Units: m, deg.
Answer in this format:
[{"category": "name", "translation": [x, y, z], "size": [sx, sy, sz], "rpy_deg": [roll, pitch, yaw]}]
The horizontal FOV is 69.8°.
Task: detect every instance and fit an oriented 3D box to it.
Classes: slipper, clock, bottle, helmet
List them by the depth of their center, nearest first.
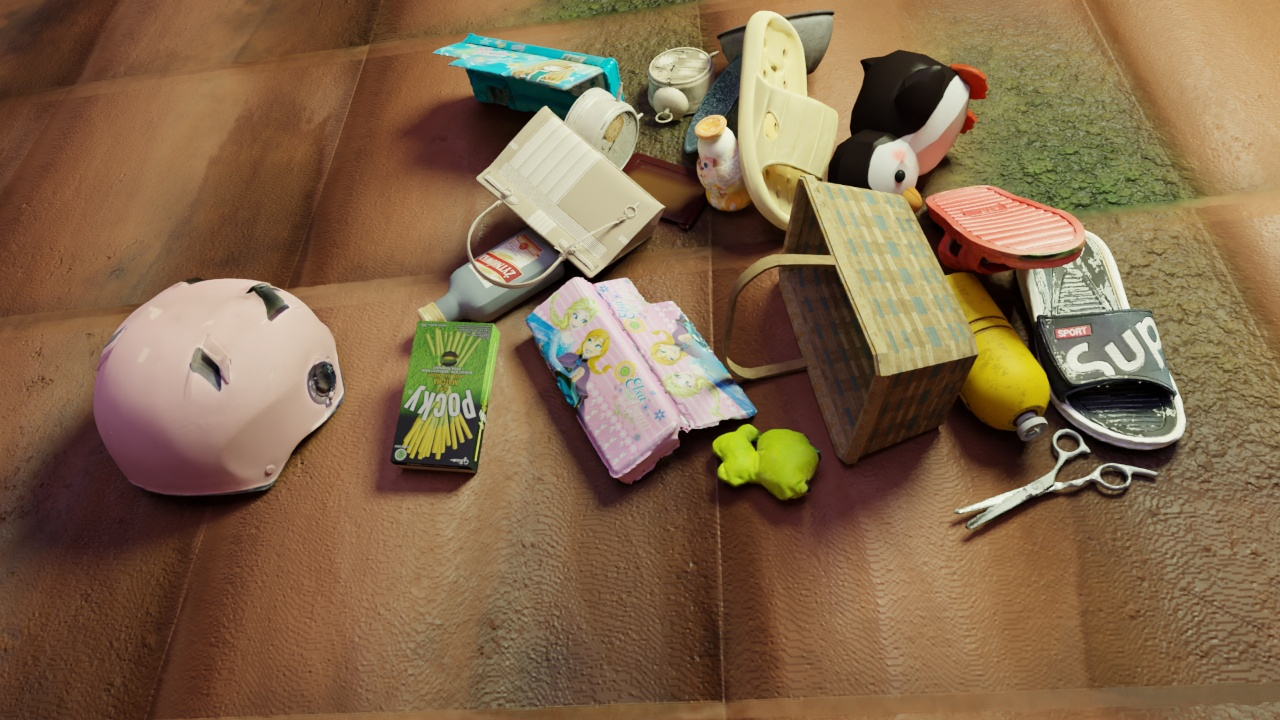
[{"category": "bottle", "translation": [0.315, 0.001, 0.835], "size": [0.071, 0.071, 0.163], "rpy_deg": [-17, 51, -2]}, {"category": "slipper", "translation": [0.419, -0.037, 0.850], "size": [0.111, 0.063, 0.263], "rpy_deg": [-4, 50, 8]}, {"category": "slipper", "translation": [0.344, -0.119, 0.894], "size": [0.103, 0.059, 0.248], "rpy_deg": [-12, 21, 2]}, {"category": "helmet", "translation": [-0.440, 0.006, 0.939], "size": [0.230, 0.153, 0.254], "rpy_deg": [9, 49, 22]}, {"category": "slipper", "translation": [0.164, -0.274, 1.002], "size": [0.079, 0.111, 0.261], "rpy_deg": [-20, 66, 50]}, {"category": "bottle", "translation": [-0.168, -0.081, 1.009], "size": [0.161, 0.046, 0.072], "rpy_deg": [-33, 55, -14]}, {"category": "bottle", "translation": [0.093, -0.219, 1.020], "size": [0.063, 0.109, 0.063], "rpy_deg": [-13, 49, 15]}, {"category": "clock", "translation": [-0.054, -0.246, 1.091], "size": [0.061, 0.103, 0.157], "rpy_deg": [29, 88, 21]}, {"category": "clock", "translation": [0.047, -0.350, 1.168], "size": [0.093, 0.055, 0.140], "rpy_deg": [9, 53, 18]}]

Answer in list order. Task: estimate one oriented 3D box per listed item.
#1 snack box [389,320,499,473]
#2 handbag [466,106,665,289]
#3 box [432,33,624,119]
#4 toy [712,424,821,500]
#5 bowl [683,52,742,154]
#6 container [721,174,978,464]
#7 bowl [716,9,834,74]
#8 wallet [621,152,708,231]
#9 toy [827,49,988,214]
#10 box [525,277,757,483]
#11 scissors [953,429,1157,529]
[{"category": "snack box", "translation": [-0.192, 0.034, 0.909], "size": [0.080, 0.025, 0.147], "rpy_deg": [3, 70, 9]}, {"category": "handbag", "translation": [-0.105, -0.152, 0.990], "size": [0.175, 0.062, 0.197], "rpy_deg": [41, 64, 6]}, {"category": "box", "translation": [-0.141, -0.364, 1.153], "size": [0.227, 0.170, 0.085], "rpy_deg": [18, 91, 23]}, {"category": "toy", "translation": [0.114, 0.090, 0.828], "size": [0.093, 0.036, 0.094], "rpy_deg": [-17, 45, 5]}, {"category": "bowl", "translation": [0.113, -0.295, 1.098], "size": [0.057, 0.137, 0.136], "rpy_deg": [28, 53, -17]}, {"category": "container", "translation": [0.170, -0.041, 0.847], "size": [0.186, 0.158, 0.249], "rpy_deg": [-5, 51, -7]}, {"category": "bowl", "translation": [0.172, -0.384, 1.140], "size": [0.145, 0.067, 0.145], "rpy_deg": [-10, 13, 2]}, {"category": "wallet", "translation": [0.025, -0.200, 1.082], "size": [0.116, 0.018, 0.091], "rpy_deg": [19, 58, 21]}, {"category": "toy", "translation": [0.259, -0.231, 0.985], "size": [0.140, 0.159, 0.184], "rpy_deg": [30, 81, 16]}, {"category": "box", "translation": [-0.007, -0.002, 0.909], "size": [0.160, 0.063, 0.230], "rpy_deg": [-27, 52, -10]}, {"category": "scissors", "translation": [0.352, 0.112, 0.777], "size": [0.118, 0.014, 0.161], "rpy_deg": [32, 62, 31]}]
